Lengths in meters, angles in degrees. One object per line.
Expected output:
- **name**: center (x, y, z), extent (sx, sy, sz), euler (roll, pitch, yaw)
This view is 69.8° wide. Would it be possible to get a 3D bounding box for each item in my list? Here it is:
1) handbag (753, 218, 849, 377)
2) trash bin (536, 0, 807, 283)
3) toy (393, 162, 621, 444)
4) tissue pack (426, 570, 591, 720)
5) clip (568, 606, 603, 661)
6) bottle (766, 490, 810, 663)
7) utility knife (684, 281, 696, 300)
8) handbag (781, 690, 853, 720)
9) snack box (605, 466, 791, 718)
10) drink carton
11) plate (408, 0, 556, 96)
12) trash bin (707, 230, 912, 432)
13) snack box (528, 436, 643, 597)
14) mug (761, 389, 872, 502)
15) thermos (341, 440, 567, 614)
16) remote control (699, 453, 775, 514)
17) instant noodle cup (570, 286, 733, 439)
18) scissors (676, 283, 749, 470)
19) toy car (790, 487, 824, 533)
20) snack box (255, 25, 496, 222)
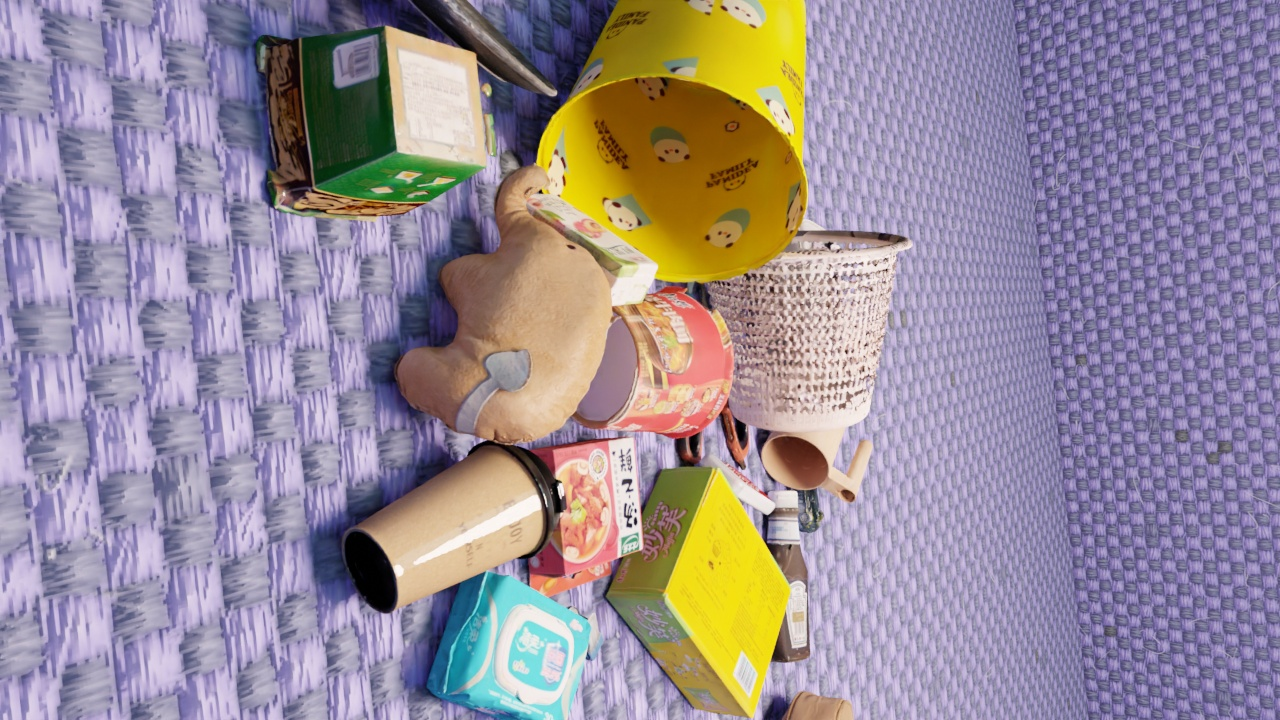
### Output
- **handbag**: center (0.206, -0.065, 1.143), extent (0.144, 0.099, 0.197), euler (3, 82, -62)
- **trash bin**: center (0.049, -0.241, 0.840), extent (0.229, 0.230, 0.254), euler (49, 42, -39)
- **toy**: center (-0.086, -0.043, 0.687), extent (0.083, 0.143, 0.225), euler (113, -6, -62)
- **tissue pack**: center (-0.098, 0.221, 0.696), extent (0.133, 0.050, 0.093), euler (43, 53, -43)
- **clip**: center (-0.047, 0.237, 0.799), extent (0.024, 0.026, 0.056), euler (-57, 142, -39)
- **bottle**: center (0.170, 0.252, 1.084), extent (0.079, 0.044, 0.194), euler (15, 72, -54)
- **utility knife**: center (0.040, -0.027, 0.960), extent (0.034, 0.018, 0.186), euler (57, 41, -50)
- **handbag**: center (0.186, 0.484, 1.031), extent (0.203, 0.100, 0.148), euler (-62, 140, -39)
- **snack box**: center (0.067, 0.230, 0.914), extent (0.210, 0.070, 0.157), euler (58, 42, -32)
- **drink carton**: center (-0.050, -0.089, 0.753), extent (0.053, 0.122, 0.046), euler (-11, 133, -55)
- **plate**: center (-0.133, -0.248, 0.662), extent (0.179, 0.024, 0.179), euler (42, 10, -10)
- **trash bin**: center (0.169, -0.034, 0.975), extent (0.226, 0.228, 0.192), euler (-21, 113, -54)
- **snack box**: center (-0.047, 0.133, 0.787), extent (0.113, 0.044, 0.127), euler (-4, 89, -55)
- **mug**: center (0.220, 0.104, 1.119), extent (0.124, 0.084, 0.103), euler (32, 43, 5)
- **thermos**: center (-0.129, 0.115, 0.640), extent (0.142, 0.093, 0.093), euler (-24, 104, -47)
- **remote control**: center (0.106, 0.133, 0.983), extent (0.020, 0.056, 0.136), euler (-48, 150, 2)
- **instant noodle cup**: center (-0.005, 0.005, 0.801), extent (0.108, 0.138, 0.138), euler (-2, 86, -47)
- **scissors**: center (0.081, 0.029, 1.015), extent (0.188, 0.015, 0.227), euler (-35, 113, -51)
- **toy car**: center (0.206, 0.172, 1.156), extent (0.042, 0.034, 0.090), euler (-1, 85, -53)
- **snack box**: center (-0.169, -0.160, 0.602), extent (0.117, 0.106, 0.118), euler (-7, 90, -55)
